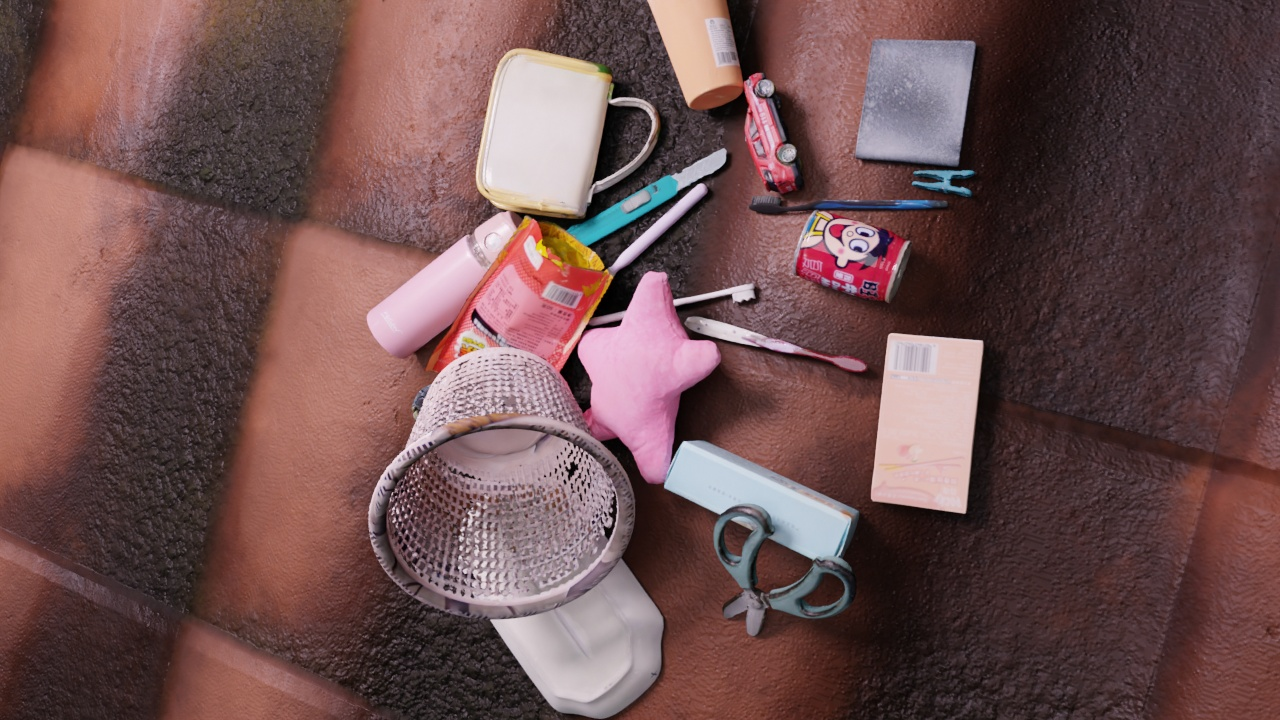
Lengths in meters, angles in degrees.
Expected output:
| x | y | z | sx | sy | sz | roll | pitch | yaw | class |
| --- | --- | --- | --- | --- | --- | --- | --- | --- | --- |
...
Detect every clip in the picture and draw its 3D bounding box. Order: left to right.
| x | y | z | sx | sy | sz | roll | pitch | yaw | class |
| --- | --- | --- | --- | --- | --- | --- | --- | --- | --- |
| 0.283 | -0.167 | 0.859 | 0.057 | 0.014 | 0.048 | 11 | 91 | 20 | clip |

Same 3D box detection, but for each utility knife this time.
| x | y | z | sx | sy | sz | roll | pitch | yaw | class |
| --- | --- | --- | --- | --- | --- | --- | --- | --- | --- |
| -0.002 | -0.165 | 0.956 | 0.209 | 0.013 | 0.029 | -27 | 78 | 15 | utility knife |

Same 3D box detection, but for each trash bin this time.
| x | y | z | sx | sy | sz | roll | pitch | yaw | class |
| --- | --- | --- | --- | --- | --- | --- | --- | --- | --- |
| -0.131 | 0.095 | 0.864 | 0.227 | 0.192 | 0.228 | -5 | 121 | -8 | trash bin |

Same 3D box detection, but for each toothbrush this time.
| x | y | z | sx | sy | sz | roll | pitch | yaw | class |
| --- | --- | --- | --- | --- | --- | --- | --- | --- | --- |
| -0.006 | -0.119 | 0.951 | 0.189 | 0.029 | 0.021 | -39 | 115 | 11 | toothbrush |
| 0.029 | -0.053 | 0.936 | 0.180 | 0.016 | 0.016 | -10 | 88 | 17 | toothbrush |
| 0.131 | -0.016 | 0.899 | 0.188 | 0.017 | 0.016 | 16 | 94 | 22 | toothbrush |
| 0.199 | -0.152 | 0.887 | 0.190 | 0.014 | 0.016 | 2 | 63 | 18 | toothbrush |

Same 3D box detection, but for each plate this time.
| x | y | z | sx | sy | sz | roll | pitch | yaw | class |
| --- | --- | --- | --- | --- | --- | --- | --- | --- | --- |
| -0.091 | 0.242 | 0.944 | 0.162 | 0.034 | 0.265 | -41 | 75 | 12 | plate |

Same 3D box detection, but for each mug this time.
| x | y | z | sx | sy | sz | roll | pitch | yaw | class |
| --- | --- | --- | --- | --- | --- | --- | --- | --- | --- |
| 0.060 | -0.320 | 0.918 | 0.078 | 0.078 | 0.122 | -18 | 85 | 17 | mug |

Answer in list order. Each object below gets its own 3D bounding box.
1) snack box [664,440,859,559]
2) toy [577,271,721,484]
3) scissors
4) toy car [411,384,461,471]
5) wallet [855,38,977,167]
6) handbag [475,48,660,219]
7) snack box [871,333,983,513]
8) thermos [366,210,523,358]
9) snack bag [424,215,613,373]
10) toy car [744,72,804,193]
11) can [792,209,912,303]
| x | y | z | sx | sy | sz | roll | pitch | yaw | class |
| --- | --- | --- | --- | --- | --- | --- | --- | --- | --- |
| 0.114 | 0.131 | 0.861 | 0.175 | 0.074 | 0.051 | 24 | 93 | 19 | snack box |
| -0.005 | 0.005 | 0.906 | 0.178 | 0.074 | 0.195 | 34 | 112 | 37 | toy |
| 0.130 | 0.208 | 0.832 | 0.169 | 0.019 | 0.178 | 17 | 129 | 23 | scissors |
| -0.205 | 0.072 | 0.997 | 0.049 | 0.031 | 0.105 | -41 | 77 | 8 | toy car |
| 0.261 | -0.246 | 0.871 | 0.097 | 0.019 | 0.121 | 9 | 87 | 17 | wallet |
| -0.072 | -0.230 | 0.969 | 0.179 | 0.063 | 0.163 | 11 | 90 | 4 | handbag |
| 0.263 | 0.056 | 0.841 | 0.084 | 0.026 | 0.157 | 6 | 88 | 19 | snack box |
| -0.195 | -0.075 | 0.989 | 0.199 | 0.067 | 0.087 | -34 | 84 | 12 | thermos |
| -0.124 | -0.035 | 0.944 | 0.128 | 0.073 | 0.208 | 33 | 113 | -2 | snack bag |
| 0.126 | -0.220 | 0.896 | 0.045 | 0.053 | 0.120 | -17 | 80 | 14 | toy car |
| 0.197 | -0.096 | 0.855 | 0.094 | 0.066 | 0.066 | 21 | 93 | 19 | can |
